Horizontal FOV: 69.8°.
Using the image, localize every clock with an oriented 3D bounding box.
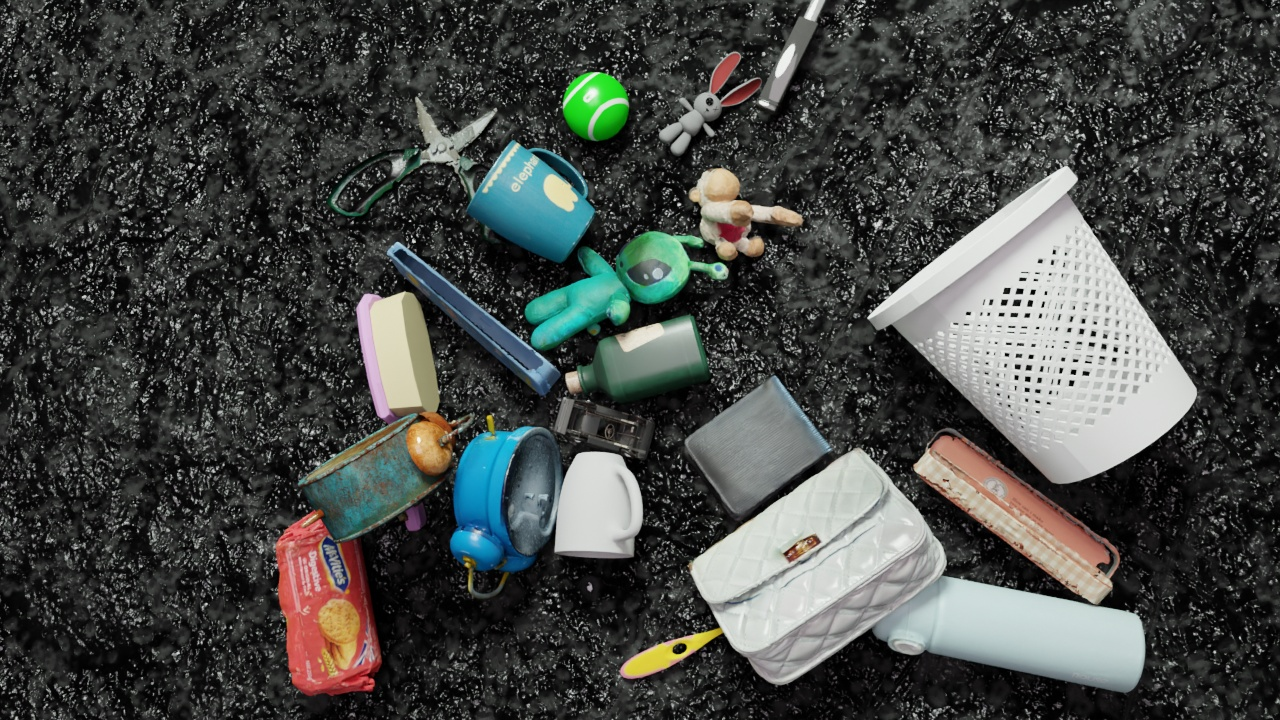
[{"bbox_3d":[-0.208,0.095,0.791,0.157,0.121,0.073,-31,99,-4],"label":"clock"},{"bbox_3d":[-0.121,0.134,0.826,0.060,0.117,0.161,5,76,20],"label":"clock"}]

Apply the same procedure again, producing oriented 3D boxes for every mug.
[{"bbox_3d":[-0.096,-0.157,0.890,0.104,0.085,0.111,34,51,-10],"label":"mug"},{"bbox_3d":[-0.030,0.128,0.821,0.071,0.107,0.089,13,70,-32],"label":"mug"}]

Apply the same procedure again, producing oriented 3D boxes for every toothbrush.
[{"bbox_3d":[0.043,0.257,0.828,0.135,0.016,0.021,-25,79,3],"label":"toothbrush"}]

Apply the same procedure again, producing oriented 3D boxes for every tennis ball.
[{"bbox_3d":[-0.044,-0.250,0.907,0.065,0.065,0.065,-2,80,8],"label":"tennis ball"}]

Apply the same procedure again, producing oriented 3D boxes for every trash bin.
[{"bbox_3d":[0.330,-0.018,0.758,0.195,0.195,0.199,-38,86,0],"label":"trash bin"}]

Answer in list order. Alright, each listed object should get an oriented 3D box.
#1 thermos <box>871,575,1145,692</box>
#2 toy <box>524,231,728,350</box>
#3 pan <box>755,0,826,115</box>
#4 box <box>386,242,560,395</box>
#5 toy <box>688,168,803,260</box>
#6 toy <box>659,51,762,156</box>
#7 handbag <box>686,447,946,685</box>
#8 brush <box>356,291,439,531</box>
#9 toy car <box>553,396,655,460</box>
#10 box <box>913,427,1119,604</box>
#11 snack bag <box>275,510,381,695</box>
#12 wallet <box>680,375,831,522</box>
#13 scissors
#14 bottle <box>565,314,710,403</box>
[{"bbox_3d":[0.301,0.224,0.769,0.207,0.065,0.077,9,47,10],"label":"thermos"},{"bbox_3d":[-0.018,-0.068,0.870,0.193,0.072,0.130,-26,42,4],"label":"toy"},{"bbox_3d":[0.200,-0.400,0.908,0.179,0.041,0.357,25,85,12],"label":"pan"},{"bbox_3d":[-0.166,-0.039,0.888,0.209,0.066,0.037,38,83,12],"label":"box"},{"bbox_3d":[0.090,-0.145,0.873,0.085,0.074,0.106,-10,48,-33],"label":"toy"},{"bbox_3d":[0.066,-0.250,0.908,0.112,0.030,0.049,-44,105,2],"label":"toy"},{"bbox_3d":[0.145,0.167,0.779,0.195,0.072,0.138,-35,35,0],"label":"handbag"},{"bbox_3d":[-0.221,0.047,0.877,0.043,0.089,0.228,-11,91,1],"label":"brush"},{"bbox_3d":[-0.035,0.063,0.858,0.092,0.037,0.040,18,81,-14],"label":"toy car"},{"bbox_3d":[0.325,0.133,0.793,0.187,0.085,0.048,38,120,11],"label":"box"},{"bbox_3d":[-0.293,0.225,0.855,0.082,0.082,0.176,-16,77,5],"label":"snack bag"},{"bbox_3d":[0.105,0.081,0.845,0.115,0.026,0.089,-37,75,1],"label":"wallet"},{"bbox_3d":[-0.212,-0.175,0.946,0.202,0.015,0.202,-35,76,3],"label":"scissors"},{"bbox_3d":[-0.005,0.005,0.857,0.131,0.061,0.061,-16,80,6],"label":"bottle"}]
